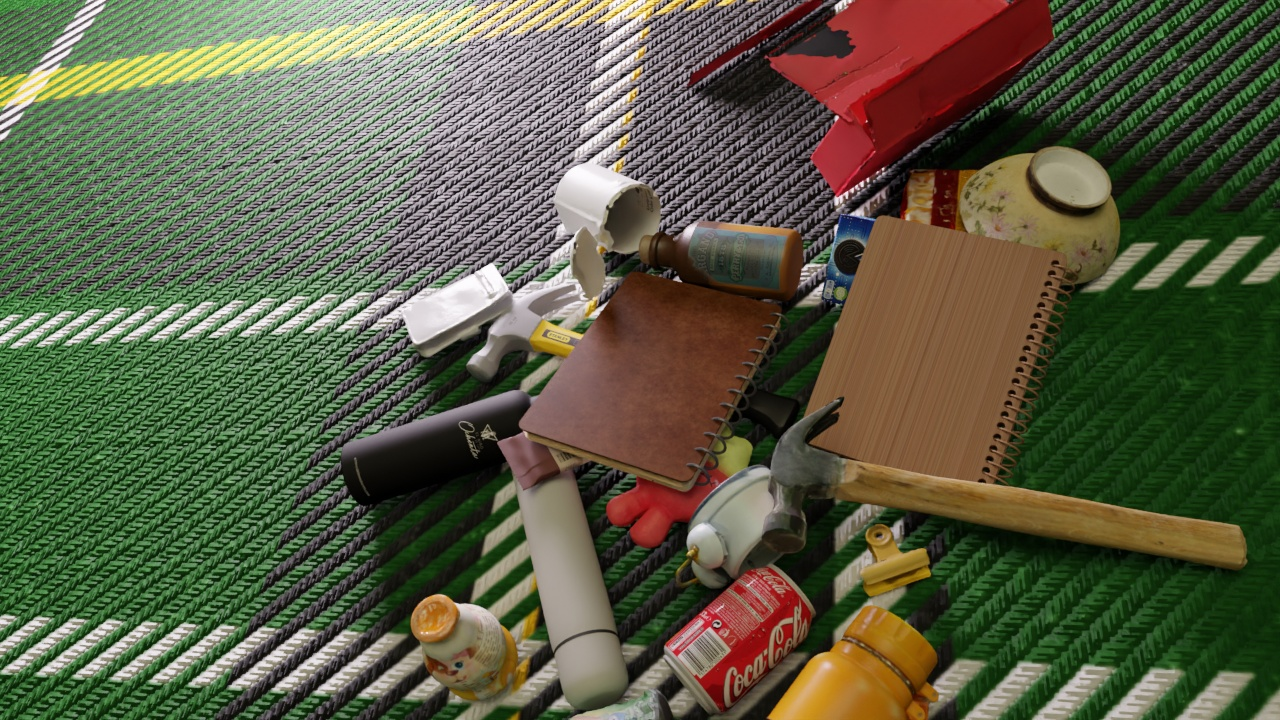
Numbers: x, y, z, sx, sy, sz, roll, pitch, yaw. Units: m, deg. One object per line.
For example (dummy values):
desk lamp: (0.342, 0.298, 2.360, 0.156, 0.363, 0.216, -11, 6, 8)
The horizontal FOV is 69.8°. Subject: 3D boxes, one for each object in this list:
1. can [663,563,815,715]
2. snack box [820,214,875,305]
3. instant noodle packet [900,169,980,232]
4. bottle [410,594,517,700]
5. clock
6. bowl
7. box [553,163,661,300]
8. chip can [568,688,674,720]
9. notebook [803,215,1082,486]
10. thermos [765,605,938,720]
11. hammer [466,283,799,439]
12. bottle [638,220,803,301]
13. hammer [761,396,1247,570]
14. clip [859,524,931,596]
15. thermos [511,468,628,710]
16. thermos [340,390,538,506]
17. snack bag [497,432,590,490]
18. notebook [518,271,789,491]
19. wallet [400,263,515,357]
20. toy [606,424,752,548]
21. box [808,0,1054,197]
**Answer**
can: (0.073, 0.203, 0.672, 0.104, 0.064, 0.064, -39, 53, -13)
snack box: (0.243, -0.078, 0.821, 0.150, 0.027, 0.082, 16, 104, 26)
instant noodle packet: (0.295, -0.129, 0.866, 0.099, 0.040, 0.135, 2, 54, 20)
bottle: (-0.135, 0.215, 0.696, 0.063, 0.109, 0.063, -7, 53, 10)
clock: (0.072, 0.135, 0.712, 0.117, 0.083, 0.057, -35, 59, -12)
bowl: (0.365, -0.142, 0.811, 0.145, 0.063, 0.145, 4, 57, -6)
box: (-0.049, -0.133, 0.932, 0.143, 0.083, 0.137, -36, 40, -22)
chip can: (-0.080, 0.294, 0.645, 0.223, 0.075, 0.075, -17, 52, 4)
notebook: (0.244, -0.006, 0.757, 0.169, 0.022, 0.210, 18, 82, 26)
thermos: (0.112, 0.275, 0.608, 0.232, 0.091, 0.076, -47, 24, -19)
hammer: (-0.005, 0.005, 0.866, 0.324, 0.029, 0.126, 17, 61, 26)
bottle: (0.074, -0.100, 0.893, 0.157, 0.068, 0.067, 9, 58, 23)
hammer: (0.260, 0.104, 0.668, 0.330, 0.033, 0.131, 9, 47, 7)
clip: (0.189, 0.148, 0.700, 0.054, 0.044, 0.049, -20, 76, 3)
thermos: (-0.060, 0.169, 0.744, 0.052, 0.052, 0.224, -21, 51, 1)
thermos: (-0.153, 0.071, 0.839, 0.231, 0.061, 0.061, -18, 52, 4)
snack bag: (-0.040, 0.061, 0.793, 0.157, 0.013, 0.057, -22, 54, -20)
notebook: (0.020, 0.011, 0.810, 0.167, 0.024, 0.224, 16, 47, 21)
wallet: (-0.190, -0.052, 0.964, 0.116, 0.032, 0.086, -28, 41, -2)
toy: (0.033, 0.101, 0.770, 0.135, 0.045, 0.091, -35, 50, -18)
box: (0.250, -0.339, 0.739, 0.215, 0.511, 0.141, -33, 68, -8)
